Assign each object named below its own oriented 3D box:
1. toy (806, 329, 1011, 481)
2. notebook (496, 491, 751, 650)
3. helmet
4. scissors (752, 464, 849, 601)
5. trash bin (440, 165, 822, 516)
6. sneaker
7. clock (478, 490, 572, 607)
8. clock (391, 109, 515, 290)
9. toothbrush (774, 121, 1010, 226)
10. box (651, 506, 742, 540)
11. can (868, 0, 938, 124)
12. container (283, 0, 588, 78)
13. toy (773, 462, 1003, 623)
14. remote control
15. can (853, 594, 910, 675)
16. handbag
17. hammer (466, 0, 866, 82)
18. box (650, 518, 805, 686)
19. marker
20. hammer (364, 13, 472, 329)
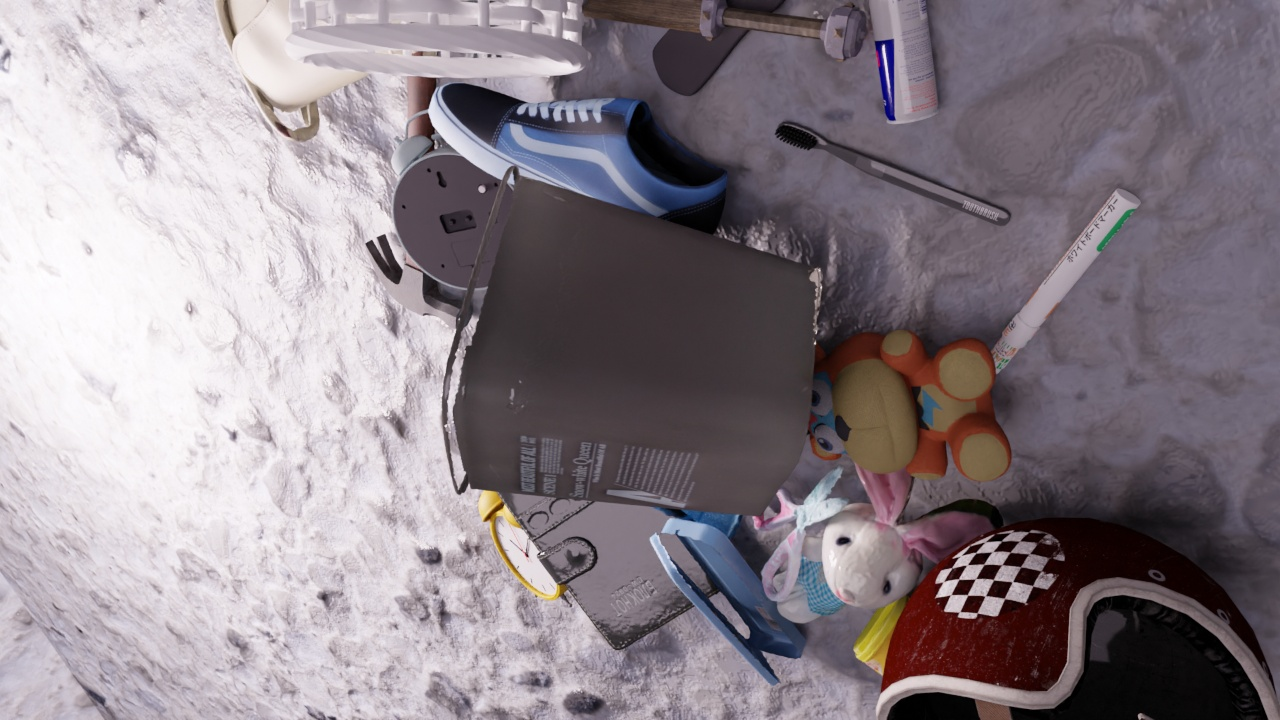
[{"bbox_3d":[0.176,0.030,0.654,0.176,0.096,0.112,4,116,55],"label":"toy"},{"bbox_3d":[-0.024,0.156,0.865,0.170,0.029,0.209,-35,93,16],"label":"notebook"},{"bbox_3d":[0.273,0.219,0.588,0.234,0.252,0.233,-1,122,50],"label":"helmet"},{"bbox_3d":[0.128,0.142,0.724,0.179,0.016,0.108,134,138,-66],"label":"scissors"},{"bbox_3d":[-0.004,0.004,0.647,0.220,0.197,0.198,11,151,-1],"label":"trash bin"},{"bbox_3d":[-0.042,-0.170,0.683,0.241,0.083,0.098,29,132,7],"label":"sneaker"},{"bbox_3d":[-0.114,0.181,0.950,0.114,0.051,0.152,-5,114,53],"label":"clock"},{"bbox_3d":[-0.150,-0.135,0.777,0.123,0.045,0.159,-8,116,19],"label":"clock"},{"bbox_3d":[0.167,-0.126,0.616,0.167,0.013,0.013,26,128,15],"label":"toothbrush"},{"bbox_3d":[-0.020,0.076,0.769,0.231,0.110,0.094,25,103,13],"label":"box"},{"bbox_3d":[0.161,-0.195,0.563,0.032,0.032,0.095,0,117,34],"label":"can"},{"bbox_3d":[-0.127,-0.282,0.574,0.190,0.188,0.187,8,104,30],"label":"container"},{"bbox_3d":[0.164,0.157,0.729,0.131,0.105,0.206,46,130,6],"label":"toy"},{"bbox_3d":[0.054,-0.232,0.628,0.046,0.009,0.125,50,132,-1],"label":"remote control"},{"bbox_3d":[0.236,0.246,0.756,0.105,0.067,0.068,34,130,12],"label":"can"},{"bbox_3d":[-0.266,-0.285,0.718,0.230,0.131,0.184,-8,103,43],"label":"handbag"},{"bbox_3d":[0.004,-0.247,0.628,0.317,0.028,0.147,19,119,27],"label":"hammer"},{"bbox_3d":[0.072,0.221,0.808,0.069,0.063,0.210,3,140,41],"label":"box"},{"bbox_3d":[0.267,-0.046,0.593,0.017,0.017,0.146,34,130,12],"label":"marker"},{"bbox_3d":[-0.197,-0.174,0.819,0.111,0.028,0.301,24,128,19],"label":"hammer"}]
